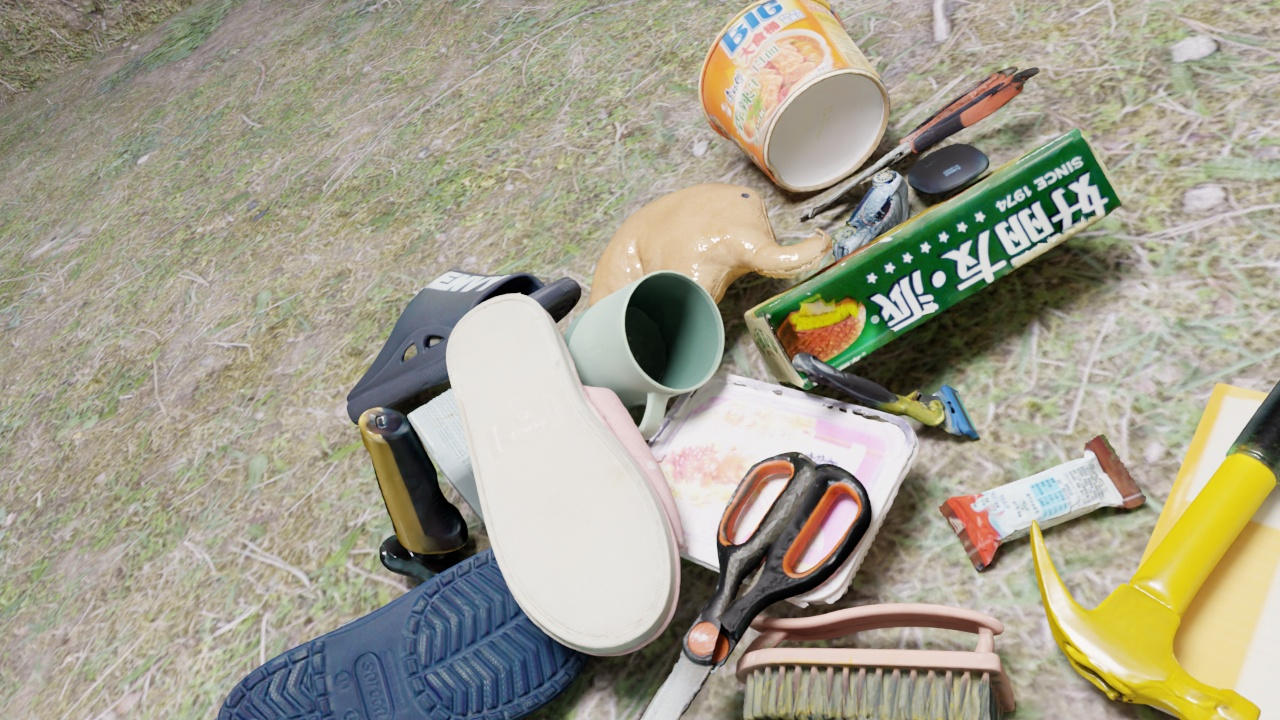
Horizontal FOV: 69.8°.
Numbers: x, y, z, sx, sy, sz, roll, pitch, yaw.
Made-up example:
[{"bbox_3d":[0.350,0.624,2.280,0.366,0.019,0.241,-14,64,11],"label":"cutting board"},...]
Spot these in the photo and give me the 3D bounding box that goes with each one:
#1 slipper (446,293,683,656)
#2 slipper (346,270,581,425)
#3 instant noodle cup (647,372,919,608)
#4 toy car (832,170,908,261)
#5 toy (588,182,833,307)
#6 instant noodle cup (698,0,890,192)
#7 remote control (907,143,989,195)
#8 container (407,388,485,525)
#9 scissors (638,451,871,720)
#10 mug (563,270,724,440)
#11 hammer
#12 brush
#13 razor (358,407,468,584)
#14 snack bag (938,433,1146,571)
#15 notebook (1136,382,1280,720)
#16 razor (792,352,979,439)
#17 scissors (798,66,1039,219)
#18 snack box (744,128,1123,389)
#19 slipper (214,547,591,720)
[{"bbox_3d":[-0.054,0.066,0.596,0.114,0.054,0.274,-32,56,2],"label":"slipper"},{"bbox_3d":[-0.168,-0.022,0.764,0.269,0.083,0.110,-25,6,37],"label":"slipper"},{"bbox_3d":[0.083,0.087,0.598,0.174,0.060,0.137,15,59,37],"label":"instant noodle cup"},{"bbox_3d":[0.188,-0.106,0.731,0.031,0.049,0.105,19,62,36],"label":"toy car"},{"bbox_3d":[0.047,-0.085,0.730,0.227,0.082,0.143,-21,52,42],"label":"toy"},{"bbox_3d":[0.141,-0.229,0.812,0.151,0.151,0.111,-28,50,3],"label":"instant noodle cup"},{"bbox_3d":[0.236,-0.152,0.716,0.053,0.024,0.136,-29,9,14],"label":"remote control"},{"bbox_3d":[-0.102,0.057,0.713,0.111,0.090,0.090,-36,42,-10],"label":"container"},{"bbox_3d":[0.054,0.147,0.497,0.125,0.022,0.234,0,51,30],"label":"scissors"},{"bbox_3d":[-0.004,0.004,0.651,0.107,0.082,0.111,-22,61,57],"label":"mug"},{"bbox_3d":[0.325,0.056,0.488,0.300,0.033,0.129,-43,50,-15],"label":"hammer"},{"bbox_3d":[0.121,0.169,0.496,0.146,0.063,0.072,-7,51,27],"label":"brush"},{"bbox_3d":[-0.166,0.098,0.650,0.067,0.168,0.062,-14,44,-8],"label":"razor"},{"bbox_3d":[0.234,0.083,0.539,0.104,0.026,0.048,-25,62,5],"label":"snack bag"},{"bbox_3d":[0.343,0.106,0.467,0.146,0.010,0.205,18,60,40],"label":"notebook"},{"bbox_3d":[0.153,0.022,0.585,0.022,0.142,0.042,-56,30,33],"label":"razor"},{"bbox_3d":[0.235,-0.185,0.775,0.215,0.015,0.196,-22,17,49],"label":"scissors"},{"bbox_3d":[0.193,-0.065,0.639,0.240,0.063,0.114,-30,1,1],"label":"snack box"},{"bbox_3d":[-0.138,0.202,0.594,0.252,0.095,0.105,-22,74,-19],"label":"slipper"}]
